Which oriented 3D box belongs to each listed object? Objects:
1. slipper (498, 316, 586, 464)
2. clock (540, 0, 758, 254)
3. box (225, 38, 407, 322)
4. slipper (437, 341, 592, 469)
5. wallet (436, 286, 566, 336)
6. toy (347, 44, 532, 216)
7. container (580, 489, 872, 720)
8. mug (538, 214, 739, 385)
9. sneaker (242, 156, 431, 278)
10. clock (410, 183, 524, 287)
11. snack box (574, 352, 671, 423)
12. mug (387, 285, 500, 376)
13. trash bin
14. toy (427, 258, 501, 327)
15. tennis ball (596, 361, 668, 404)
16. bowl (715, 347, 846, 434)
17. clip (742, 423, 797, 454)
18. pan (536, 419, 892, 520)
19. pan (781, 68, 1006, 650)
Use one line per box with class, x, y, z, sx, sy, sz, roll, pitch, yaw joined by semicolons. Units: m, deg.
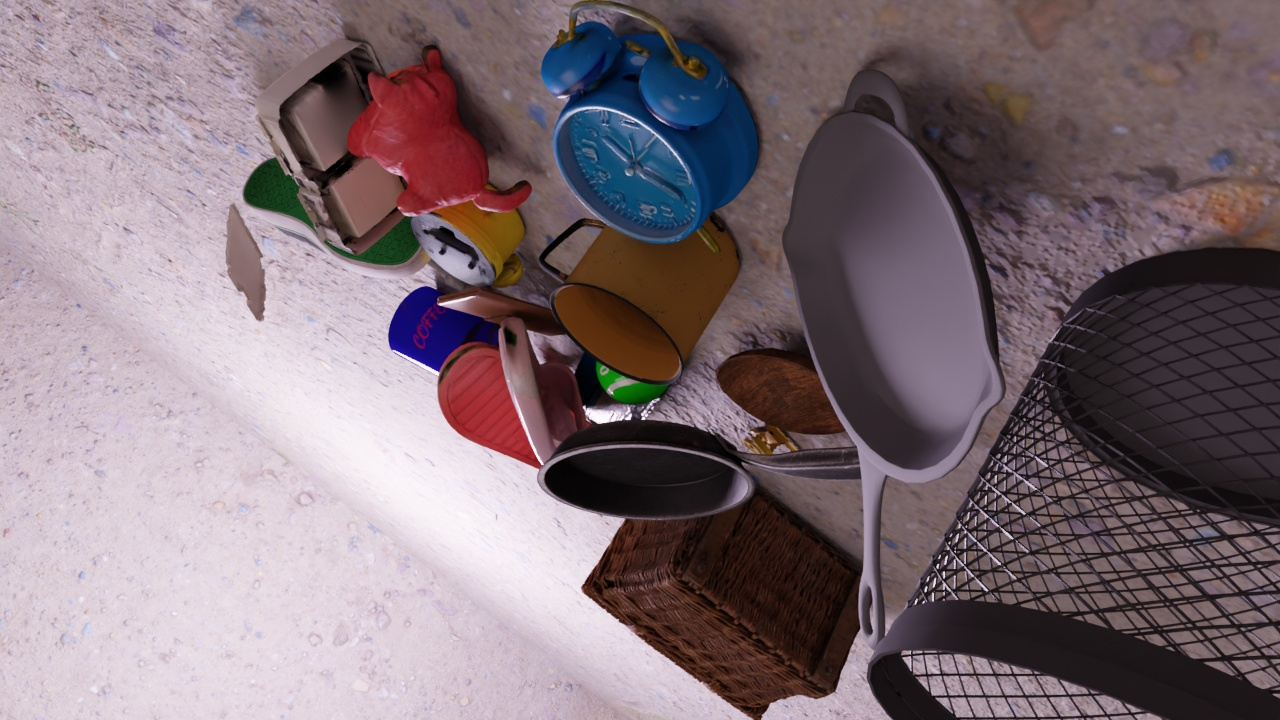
slipper;-0.082;0.041;0.852;0.056;0.106;0.222;-17;141;3
clock;0.002;-0.135;0.522;0.117;0.060;0.162;21;150;27
box;-0.263;-0.139;0.690;0.070;0.186;0.144;21;145;29
slipper;-0.131;0.047;0.958;0.059;0.103;0.249;52;-176;38
wallet;-0.109;-0.043;0.817;0.120;0.013;0.088;16;168;-34
toy;-0.138;-0.152;0.647;0.133;0.087;0.094;35;144;-4
container;0.103;0.236;0.946;0.250;0.161;0.184;38;150;-7
mug;-0.004;-0.057;0.625;0.124;0.094;0.101;30;155;6
sneaker;-0.268;-0.125;0.859;0.235;0.084;0.079;24;167;30
clock;-0.140;-0.099;0.762;0.083;0.057;0.119;27;154;15
snack box;-0.025;0.027;0.878;0.082;0.027;0.150;36;154;1
mug;-0.198;-0.017;0.956;0.083;0.079;0.111;25;159;19
trash bin;0.253;0.095;0.421;0.218;0.226;0.218;28;154;15
toy;-0.160;-0.063;0.881;0.111;0.030;0.049;43;-178;-12
tennis ball;-0.005;0.004;0.769;0.065;0.065;0.065;28;154;15
bowl;0.113;0.018;0.692;0.102;0.026;0.114;41;153;-25
clip;0.112;0.070;0.801;0.054;0.045;0.049;45;-165;-23
pan;0.075;0.086;0.754;0.358;0.055;0.187;-15;147;31
pan;0.136;0.023;0.507;0.216;0.024;0.355;-125;26;-60
